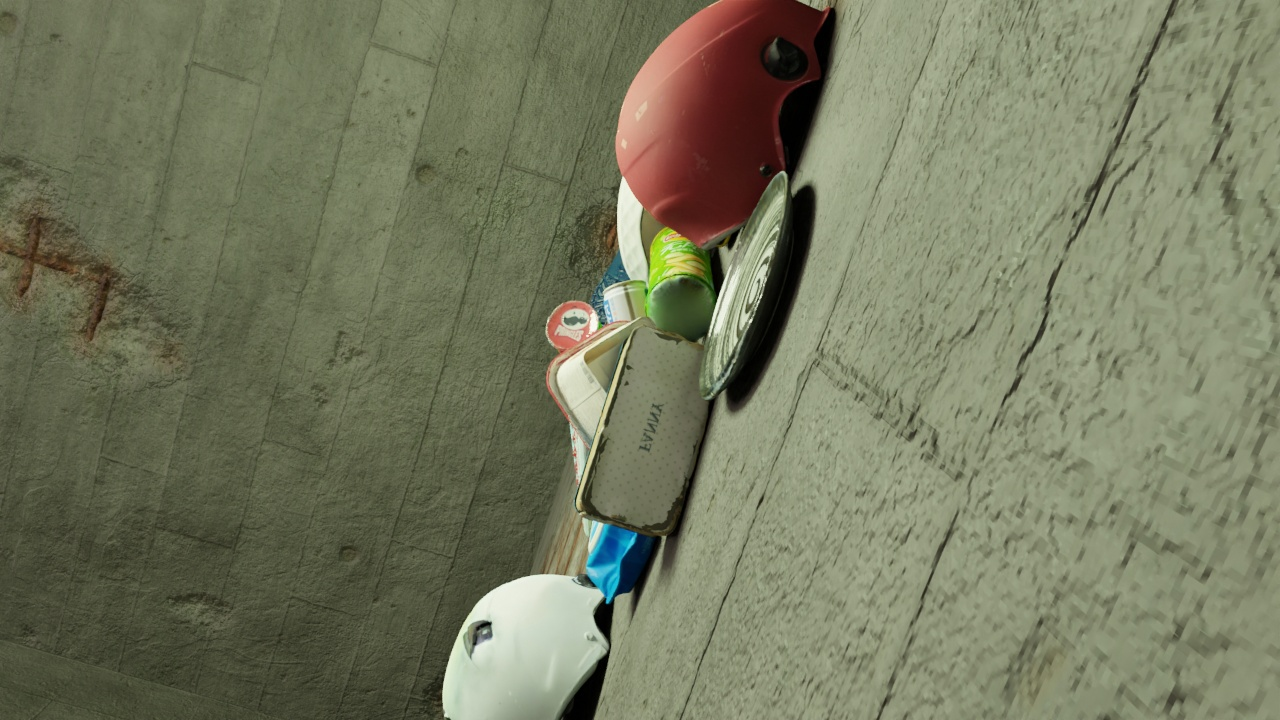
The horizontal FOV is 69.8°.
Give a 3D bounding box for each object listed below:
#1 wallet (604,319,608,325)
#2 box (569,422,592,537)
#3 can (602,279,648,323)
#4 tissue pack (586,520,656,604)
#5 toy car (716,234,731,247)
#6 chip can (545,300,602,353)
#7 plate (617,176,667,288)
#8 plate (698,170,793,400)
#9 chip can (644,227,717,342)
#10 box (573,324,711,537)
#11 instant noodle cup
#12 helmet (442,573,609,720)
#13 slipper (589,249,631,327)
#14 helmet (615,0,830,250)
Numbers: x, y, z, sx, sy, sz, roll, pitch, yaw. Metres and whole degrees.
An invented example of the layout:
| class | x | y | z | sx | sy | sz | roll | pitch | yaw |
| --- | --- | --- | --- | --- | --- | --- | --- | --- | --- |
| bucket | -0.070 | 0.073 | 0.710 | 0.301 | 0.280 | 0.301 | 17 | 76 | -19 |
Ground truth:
| class | x | y | z | sx | sy | sz | roll | pitch | yaw |
| --- | --- | --- | --- | --- | --- | --- | --- | --- | --- |
| wallet | -0.006 | 0.006 | 1.054 | 0.020 | 0.122 | 0.096 | -19 | 30 | 24 |
| box | -0.066 | 0.111 | 1.185 | 0.160 | 0.059 | 0.201 | -77 | -11 | -51 |
| can | -0.002 | -0.016 | 0.986 | 0.053 | 0.053 | 0.134 | 125 | 133 | -74 |
| tissue pack | -0.016 | 0.153 | 0.883 | 0.157 | 0.052 | 0.095 | -84 | 12 | -67 |
| toy car | 0.080 | -0.166 | 0.991 | 0.155 | 0.041 | 0.071 | -117 | 46 | -64 |
| chip can | -0.062 | 0.004 | 1.280 | 0.236 | 0.072 | 0.072 | 61 | -139 | -61 |
| plate | 0.023 | -0.176 | 1.158 | 0.204 | 0.046 | 0.205 | 4 | -90 | -70 |
| plate | 0.084 | -0.052 | 0.688 | 0.179 | 0.024 | 0.179 | -164 | 93 | -86 |
| chip can | 0.043 | -0.085 | 0.970 | 0.221 | 0.072 | 0.073 | -86 | 14 | -68 |
| box | 0.008 | 0.054 | 0.778 | 0.062 | 0.090 | 0.184 | 123 | 167 | -73 |
| instant noodle cup | -0.016 | 0.019 | 0.879 | 0.116 | 0.116 | 0.124 | -33 | -3 | -16 |
| helmet | -0.130 | 0.330 | 0.981 | 0.258 | 0.146 | 0.229 | -98 | 27 | -80 |
| slipper | 0.022 | -0.134 | 1.312 | 0.252 | 0.105 | 0.095 | -60 | -41 | -19 |
| helmet | 0.062 | -0.230 | 0.821 | 0.207 | 0.144 | 0.240 | 164 | 128 | -78 |
